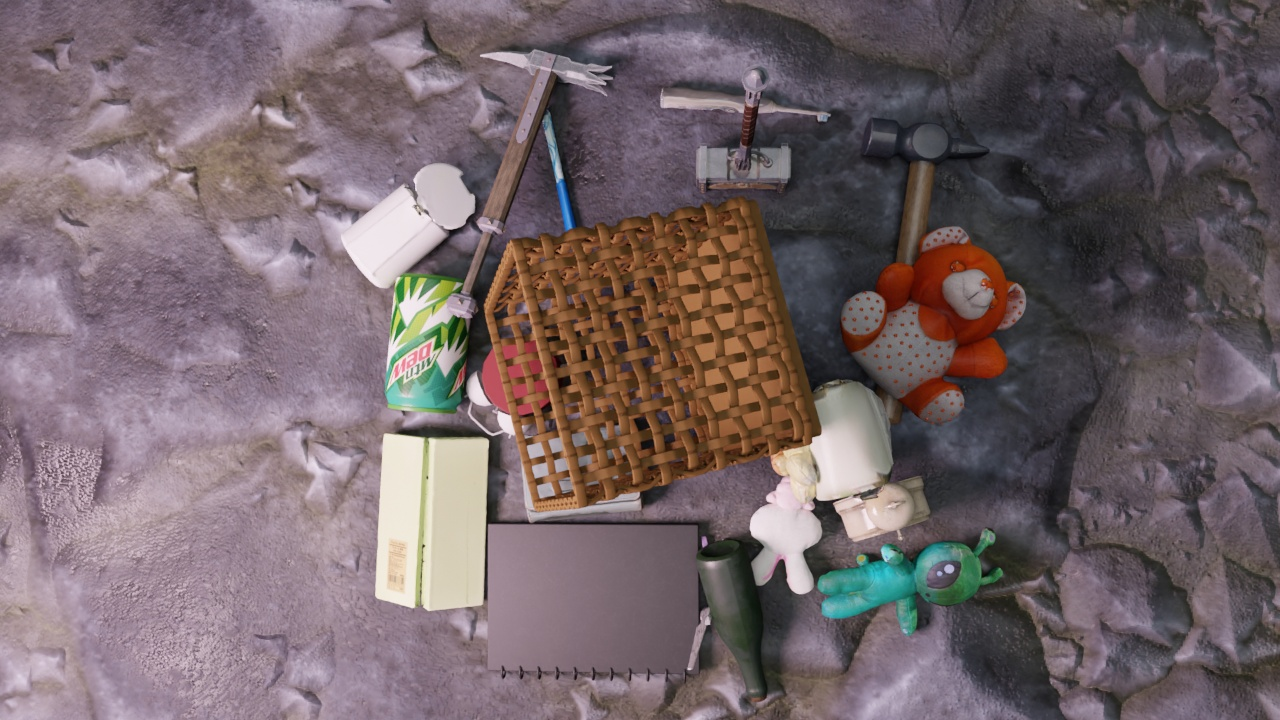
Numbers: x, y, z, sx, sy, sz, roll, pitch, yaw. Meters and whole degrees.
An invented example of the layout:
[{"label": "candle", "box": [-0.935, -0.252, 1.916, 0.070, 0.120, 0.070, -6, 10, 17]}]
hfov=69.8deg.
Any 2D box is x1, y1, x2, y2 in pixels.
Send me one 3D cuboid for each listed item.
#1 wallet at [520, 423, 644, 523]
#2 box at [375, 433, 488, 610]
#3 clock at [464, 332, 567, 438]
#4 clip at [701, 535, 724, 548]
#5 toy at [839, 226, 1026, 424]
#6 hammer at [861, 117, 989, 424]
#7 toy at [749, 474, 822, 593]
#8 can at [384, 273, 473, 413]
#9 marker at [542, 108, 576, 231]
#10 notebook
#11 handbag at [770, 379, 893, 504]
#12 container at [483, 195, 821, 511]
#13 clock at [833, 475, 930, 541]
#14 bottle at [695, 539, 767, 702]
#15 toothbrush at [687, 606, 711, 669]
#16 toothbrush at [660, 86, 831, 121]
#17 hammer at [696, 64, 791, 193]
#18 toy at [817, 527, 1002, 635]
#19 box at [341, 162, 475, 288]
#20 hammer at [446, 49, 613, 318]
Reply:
[{"label": "wallet", "box": [-0.063, 0.121, 0.992, 0.131, 0.054, 0.100, -8, 89, -1]}, {"label": "box", "box": [-0.230, 0.175, 1.000, 0.133, 0.061, 0.188, 4, 89, 7]}, {"label": "clock", "box": [-0.134, 0.025, 1.001, 0.087, 0.044, 0.124, 42, 92, 5]}, {"label": "clip", "box": [0.074, 0.211, 0.995, 0.045, 0.014, 0.050, 35, 89, 5]}, {"label": "toy", "box": [0.297, -0.042, 0.915, 0.164, 0.093, 0.172, 44, 87, -3]}, {"label": "hammer", "box": [0.285, -0.091, 0.976, 0.129, 0.040, 0.321, 8, 90, 1]}, {"label": "toy", "box": [0.154, 0.182, 0.975, 0.076, 0.037, 0.125, 6, 96, 10]}, {"label": "can", "box": [-0.228, -0.017, 0.990, 0.083, 0.083, 0.144, 5, 89, 5]}, {"label": "marker", "box": [-0.092, -0.211, 1.020, 0.013, 0.013, 0.142, -13, 87, 4]}, {"label": "notebook", "box": [-0.052, 0.263, 1.001, 0.231, 0.019, 0.169, -1, 87, 5]}, {"label": "handbag", "box": [0.187, 0.079, 0.912, 0.123, 0.171, 0.112, -19, 86, 15]}, {"label": "container", "box": [-0.005, 0.005, 0.856, 0.214, 0.252, 0.219, -13, 84, -16]}, {"label": "clock", "box": [0.247, 0.152, 0.919, 0.093, 0.141, 0.054, -18, 77, 4]}, {"label": "bottle", "box": [0.105, 0.279, 0.969, 0.055, 0.055, 0.174, -14, 99, 4]}, {"label": "toothbrush", "box": [0.059, 0.277, 0.909, 0.010, 0.181, 0.010, -13, 90, 9]}, {"label": "toothbrush", "box": [0.115, -0.279, 1.001, 0.185, 0.022, 0.024, 7, 92, 4]}, {"label": "hammer", "box": [0.099, -0.210, 0.848, 0.098, 0.322, 0.044, 1, 88, 4]}, {"label": "toy", "box": [0.280, 0.223, 0.953, 0.193, 0.072, 0.131, -13, 126, 7]}, {"label": "box", "box": [-0.246, -0.150, 0.994, 0.160, 0.091, 0.081, -40, 94, 0]}, {"label": "hammer", "box": [-0.146, -0.192, 0.980, 0.147, 0.028, 0.316, 16, 75, 6]}]
